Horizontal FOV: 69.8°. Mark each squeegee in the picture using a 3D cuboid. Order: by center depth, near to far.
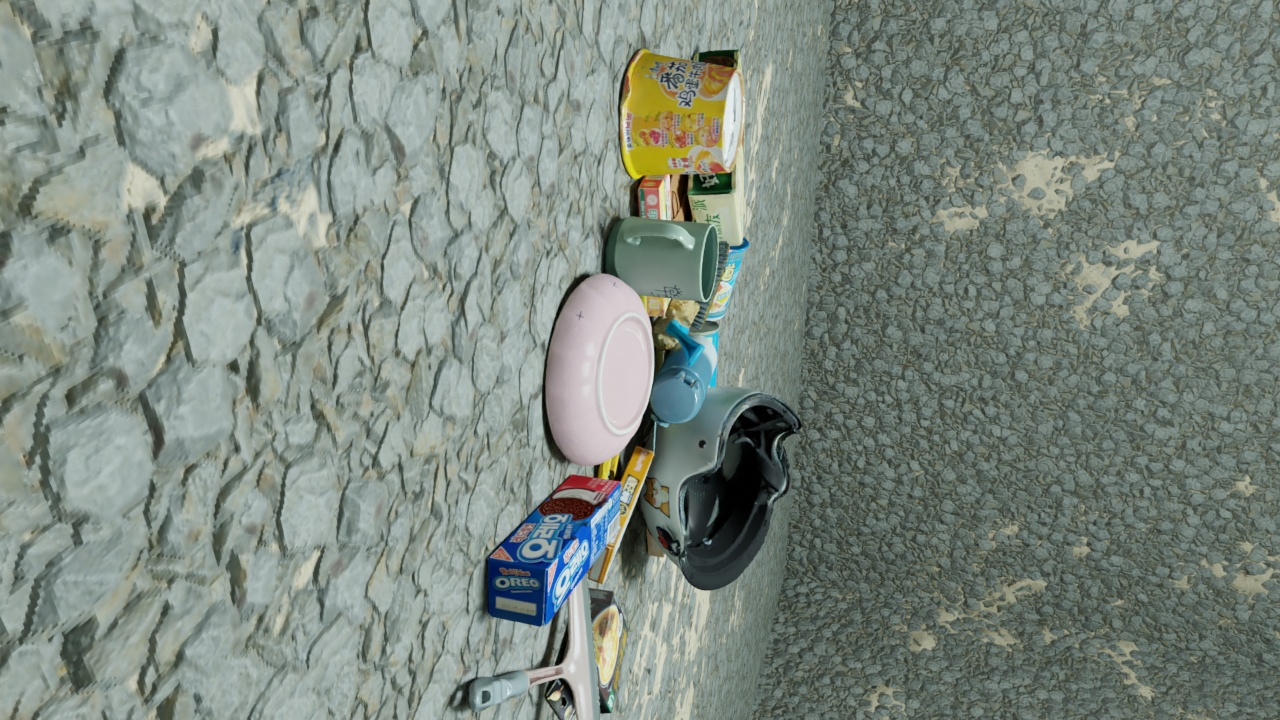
[{"bbox_3d":[-0.103,0.293,0.840,0.249,0.040,0.247,31,52,-68],"label":"squeegee"}]

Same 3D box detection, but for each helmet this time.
[{"bbox_3d":[0.083,0.150,1.209,0.229,0.157,0.275,-23,130,-41],"label":"helmet"}]

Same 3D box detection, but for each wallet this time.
[{"bbox_3d":[0.046,-0.209,1.159,0.132,0.031,0.107,73,27,-55],"label":"wallet"}]

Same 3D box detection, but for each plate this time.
[{"bbox_3d":[-0.028,0.011,0.908,0.192,0.039,0.192,-25,118,-61],"label":"plate"}]

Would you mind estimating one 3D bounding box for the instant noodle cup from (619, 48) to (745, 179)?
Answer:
[{"bbox_3d":[0.049,-0.261,0.989,0.138,0.110,0.138,9,89,-74],"label":"instant noodle cup"}]

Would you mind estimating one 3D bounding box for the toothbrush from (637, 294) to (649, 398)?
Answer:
[{"bbox_3d":[0.002,-0.047,1.044,0.016,0.016,0.190,-43,132,-70],"label":"toothbrush"}]

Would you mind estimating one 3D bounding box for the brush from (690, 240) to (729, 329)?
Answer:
[{"bbox_3d":[0.065,-0.101,1.184,0.055,0.073,0.144,-83,-171,-45],"label":"brush"}]

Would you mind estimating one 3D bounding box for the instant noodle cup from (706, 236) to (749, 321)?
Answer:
[{"bbox_3d":[0.091,-0.118,1.263,0.099,0.099,0.110,-53,156,-61],"label":"instant noodle cup"}]

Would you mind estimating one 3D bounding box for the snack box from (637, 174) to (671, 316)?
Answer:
[{"bbox_3d":[0.019,-0.137,1.070,0.076,0.027,0.156,-70,160,-60],"label":"snack box"}]

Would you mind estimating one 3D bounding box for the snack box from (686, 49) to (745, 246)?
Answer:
[{"bbox_3d":[0.102,-0.276,1.190,0.114,0.063,0.239,69,21,-61],"label":"snack box"}]

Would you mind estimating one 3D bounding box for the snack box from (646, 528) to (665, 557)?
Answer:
[{"bbox_3d":[0.041,0.204,1.347,0.156,0.026,0.085,-63,156,-51],"label":"snack box"}]

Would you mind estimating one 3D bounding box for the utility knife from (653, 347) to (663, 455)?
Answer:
[{"bbox_3d":[0.023,0.040,1.142,0.212,0.022,0.031,-93,179,-47],"label":"utility knife"}]

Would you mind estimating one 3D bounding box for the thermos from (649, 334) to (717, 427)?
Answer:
[{"bbox_3d":[0.052,0.022,1.111,0.220,0.070,0.070,-55,150,-73],"label":"thermos"}]

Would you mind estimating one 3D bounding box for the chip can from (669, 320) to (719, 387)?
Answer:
[{"bbox_3d":[0.072,0.048,1.299,0.071,0.071,0.210,-50,144,-63],"label":"chip can"}]

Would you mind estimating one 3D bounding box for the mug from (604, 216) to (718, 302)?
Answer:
[{"bbox_3d":[0.019,-0.112,0.955,0.112,0.106,0.082,59,42,-67],"label":"mug"}]

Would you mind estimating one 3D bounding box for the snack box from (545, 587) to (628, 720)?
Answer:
[{"bbox_3d":[-0.056,0.334,1.024,0.113,0.053,0.125,77,20,-52],"label":"snack box"}]

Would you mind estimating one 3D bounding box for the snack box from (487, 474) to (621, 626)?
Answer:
[{"bbox_3d":[-0.073,0.168,0.848,0.207,0.058,0.057,-41,136,-68],"label":"snack box"}]

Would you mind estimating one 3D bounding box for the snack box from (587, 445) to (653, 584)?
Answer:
[{"bbox_3d":[-0.024,0.176,1.058,0.153,0.026,0.075,-65,174,-47],"label":"snack box"}]

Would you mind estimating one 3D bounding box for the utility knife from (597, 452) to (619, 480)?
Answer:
[{"bbox_3d":[-0.030,0.104,1.021,0.033,0.015,0.171,-19,124,-58],"label":"utility knife"}]

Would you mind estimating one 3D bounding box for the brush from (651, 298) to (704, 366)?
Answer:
[{"bbox_3d":[0.048,-0.031,1.061,0.083,0.046,0.254,-54,-168,7],"label":"brush"}]
